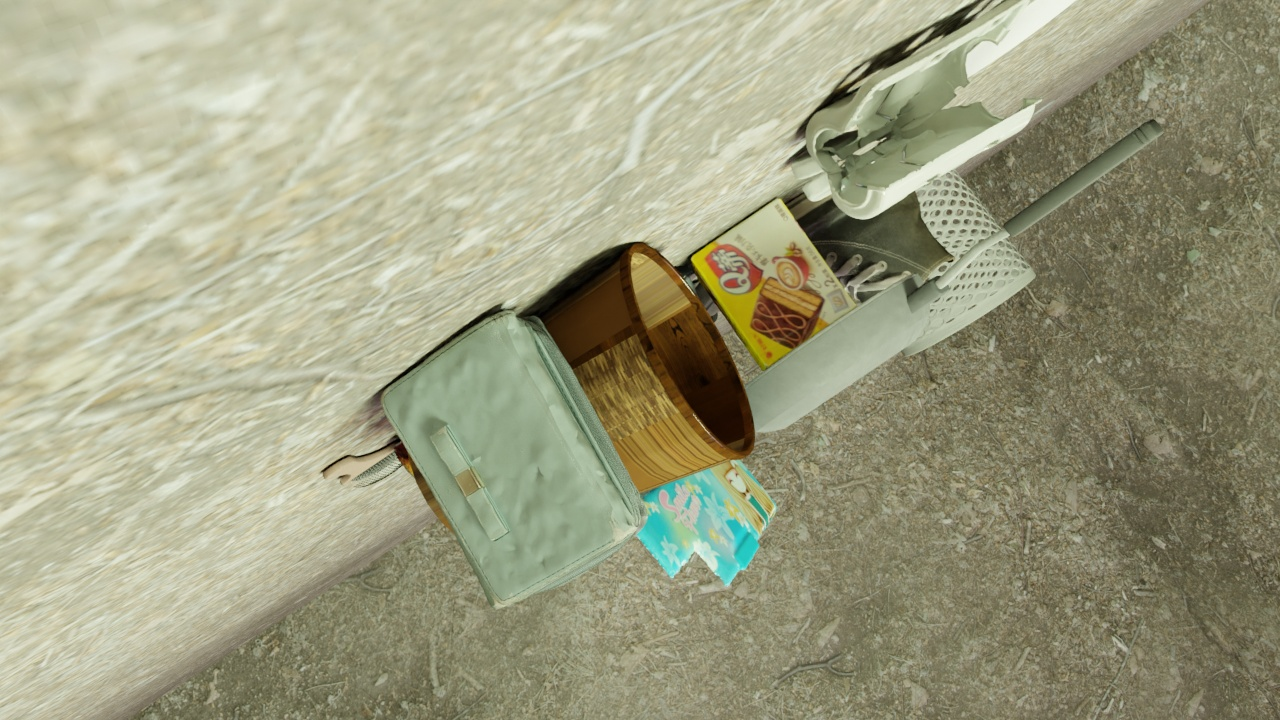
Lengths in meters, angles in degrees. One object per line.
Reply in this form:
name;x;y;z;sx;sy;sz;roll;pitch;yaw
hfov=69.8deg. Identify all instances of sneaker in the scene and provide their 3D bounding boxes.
sneaker;0.153;-0.079;0.799;0.234;0.120;0.095;-30;176;-10

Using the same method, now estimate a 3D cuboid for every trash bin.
trash bin;0.298;-0.123;0.982;0.156;0.183;0.156;-34;177;-2

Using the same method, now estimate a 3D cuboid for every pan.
pan;0.197;-0.042;0.644;0.178;0.041;0.358;-25;168;-47

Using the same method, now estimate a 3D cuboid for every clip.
clip;0.150;-0.120;0.516;0.126;0.104;0.152;-30;165;-22

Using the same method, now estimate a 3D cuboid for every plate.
plate;0.236;-0.212;0.565;0.134;0.011;0.134;-33;177;-2

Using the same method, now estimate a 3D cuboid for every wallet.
wallet;-0.065;0.051;0.458;0.101;0.131;0.054;-36;172;27

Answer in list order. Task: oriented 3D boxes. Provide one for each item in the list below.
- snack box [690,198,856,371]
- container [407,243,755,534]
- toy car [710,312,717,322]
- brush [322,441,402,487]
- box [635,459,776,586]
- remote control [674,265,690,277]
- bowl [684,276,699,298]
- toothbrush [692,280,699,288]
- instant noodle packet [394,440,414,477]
snack box;0.101;-0.057;0.711;0.083;0.105;0.061;-35;173;4
container;-0.039;0.031;0.535;0.167;0.132;0.132;-29;179;19
toy car;0.056;-0.005;0.968;0.055;0.153;0.056;2;-129;16
brush;-0.188;0.076;0.637;0.050;0.015;0.136;-34;177;-2
box;0.013;0.090;0.687;0.226;0.172;0.084;-27;133;-68
remote control;-0.028;-0.019;0.593;0.140;0.009;0.030;-35;177;17
bowl;-0.004;0.004;0.727;0.150;0.075;0.150;-33;-176;3
toothbrush;0.049;-0.063;0.874;0.024;0.022;0.185;9;-163;24
instant noodle packet;-0.123;0.047;0.677;0.098;0.039;0.135;-40;176;-1
